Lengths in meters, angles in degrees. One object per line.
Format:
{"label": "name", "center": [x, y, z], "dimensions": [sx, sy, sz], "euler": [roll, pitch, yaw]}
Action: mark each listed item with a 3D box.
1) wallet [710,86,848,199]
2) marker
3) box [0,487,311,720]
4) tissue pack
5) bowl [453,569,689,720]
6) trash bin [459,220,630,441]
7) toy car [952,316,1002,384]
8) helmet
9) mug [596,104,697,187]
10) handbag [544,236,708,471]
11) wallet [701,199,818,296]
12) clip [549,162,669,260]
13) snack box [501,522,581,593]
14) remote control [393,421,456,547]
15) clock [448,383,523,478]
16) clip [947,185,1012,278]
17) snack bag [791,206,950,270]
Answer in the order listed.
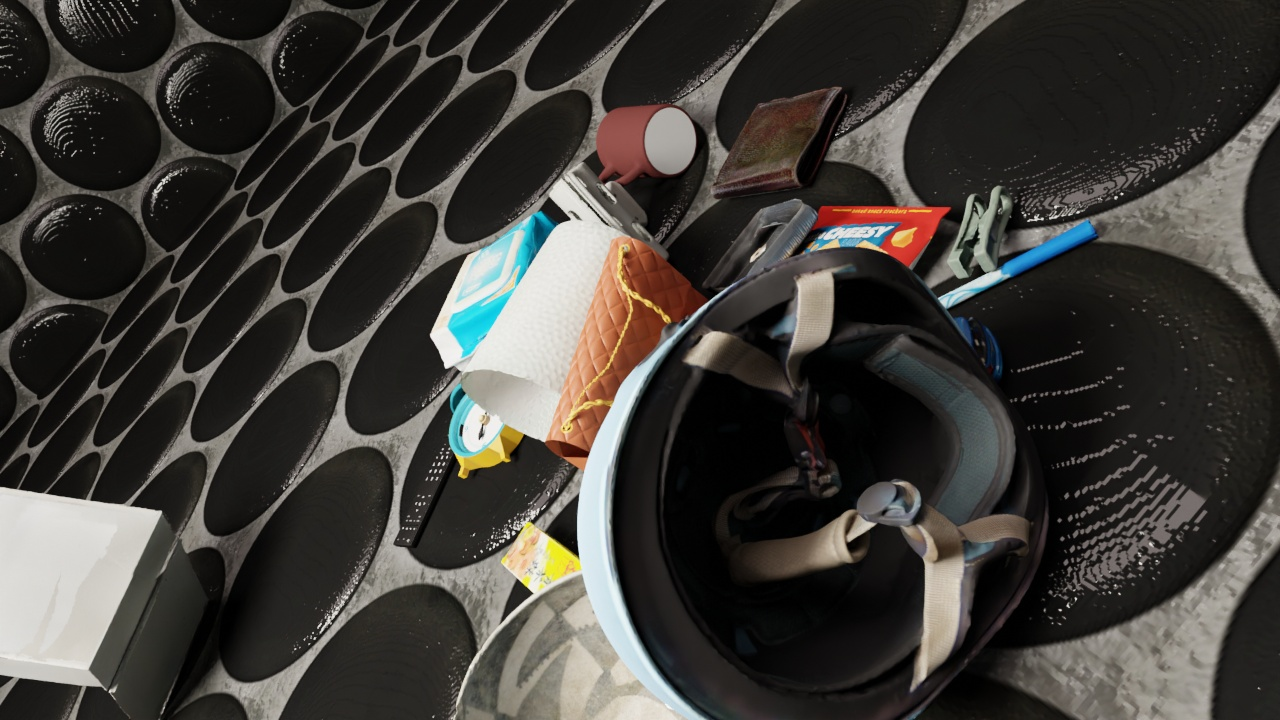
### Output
{"label": "wallet", "center": [0.128, -0.199, 0.846], "dimensions": [0.100, 0.031, 0.119], "euler": [2, 56, 44]}
{"label": "marker", "center": [0.231, -0.052, 0.611], "dimensions": [0.142, 0.013, 0.013], "euler": [-29, 39, 25]}
{"label": "box", "center": [-0.523, 0.294, 0.972], "dimensions": [0.172, 0.380, 0.167], "euler": [-9, 48, 20]}
{"label": "tissue pack", "center": [-0.141, -0.071, 0.947], "dimensions": [0.117, 0.066, 0.208], "euler": [-27, 29, 21]}
{"label": "bowl", "center": [-0.013, 0.217, 0.544], "dimensions": [0.178, 0.081, 0.178], "euler": [-10, 48, 11]}
{"label": "trash bin", "center": [-0.059, -0.025, 0.784], "dimensions": [0.133, 0.133, 0.161], "euler": [-3, 55, 45]}
{"label": "toy car", "center": [0.169, 0.009, 0.591], "dimensions": [0.120, 0.043, 0.056], "euler": [-25, 44, 32]}
{"label": "helmet", "center": [0.074, 0.078, 0.481], "dimensions": [0.264, 0.225, 0.167], "euler": [-34, -1, -35]}
{"label": "mug", "center": [-0.003, -0.217, 0.958], "dimensions": [0.083, 0.073, 0.105], "euler": [17, 66, 52]}
{"label": "handbag", "center": [-0.004, 0.004, 0.706], "dimensions": [0.060, 0.109, 0.171], "euler": [-4, 59, 40]}
{"label": "wallet", "center": [0.095, -0.085, 0.744], "dimensions": [0.089, 0.026, 0.115], "euler": [-52, 10, -1]}
{"label": "clip", "center": [-0.030, -0.130, 0.878], "dimensions": [0.075, 0.125, 0.144], "euler": [-41, 11, 3]}
{"label": "snack box", "center": [-0.058, 0.163, 0.681], "dimensions": [0.040, 0.029, 0.148], "euler": [-56, 28, -10]}
{"label": "remote control", "center": [-0.205, 0.120, 0.909], "dimensions": [0.030, 0.009, 0.139], "euler": [-7, 52, 43]}
{"label": "clock", "center": [-0.146, 0.048, 0.890], "dimensions": [0.099, 0.043, 0.129], "euler": [-23, 49, 31]}
{"label": "clip", "center": [0.233, -0.089, 0.626], "dimensions": [0.045, 0.023, 0.076], "euler": [-12, 40, 46]}
{"label": "snack bag", "center": [0.143, -0.060, 0.685], "dimensions": [0.144, 0.039, 0.131], "euler": [-52, 30, -13]}
